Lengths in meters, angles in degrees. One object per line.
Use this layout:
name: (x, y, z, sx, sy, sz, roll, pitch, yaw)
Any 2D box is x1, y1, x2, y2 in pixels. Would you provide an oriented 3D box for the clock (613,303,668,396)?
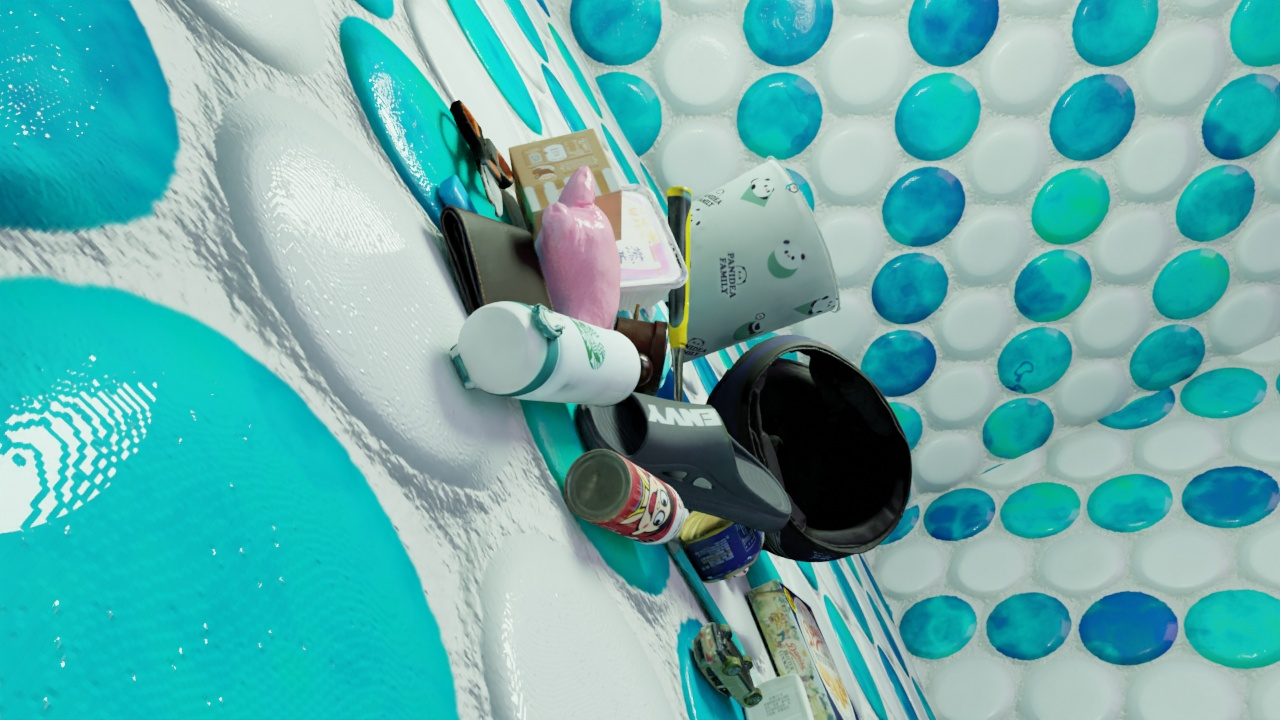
clock: (-0.005, 0.005, 0.922, 0.082, 0.055, 0.121, 106, -6, -47)

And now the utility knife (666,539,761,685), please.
utility knife: (0.082, 0.261, 0.876, 0.223, 0.013, 0.029, 58, 9, -8)

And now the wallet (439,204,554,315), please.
wallet: (-0.107, -0.068, 0.721, 0.122, 0.020, 0.096, 3, 68, -68)

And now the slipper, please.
slipper: (0.058, 0.079, 0.852, 0.268, 0.083, 0.110, 27, 25, -33)

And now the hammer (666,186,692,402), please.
hammer: (0.044, -0.037, 1.043, 0.126, 0.032, 0.323, 14, 76, -77)

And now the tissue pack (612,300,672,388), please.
tissue pack: (0.000, -0.039, 1.082, 0.133, 0.050, 0.093, 57, 35, -28)

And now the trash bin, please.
trash bin: (0.106, -0.120, 1.243, 0.229, 0.252, 0.229, -18, 84, -89)

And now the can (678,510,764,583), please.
can: (0.084, 0.178, 0.940, 0.049, 0.075, 0.148, 65, 12, -2)

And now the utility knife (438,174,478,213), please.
utility knife: (-0.111, -0.064, 0.764, 0.194, 0.018, 0.034, 61, 10, -16)

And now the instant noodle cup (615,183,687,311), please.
instant noodle cup: (-0.034, -0.119, 1.012, 0.060, 0.138, 0.173, 102, -23, -47)

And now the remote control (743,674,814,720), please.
remote control: (0.127, 0.336, 0.777, 0.021, 0.058, 0.149, 59, 11, -29)

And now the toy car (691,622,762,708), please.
toy car: (0.075, 0.261, 0.780, 0.090, 0.035, 0.042, 56, 14, -34)

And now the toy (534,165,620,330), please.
toy: (-0.054, -0.077, 0.855, 0.178, 0.075, 0.195, -69, 157, -62)

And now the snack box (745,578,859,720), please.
snack box: (0.201, 0.368, 1.098, 0.178, 0.046, 0.182, 48, 18, -56)

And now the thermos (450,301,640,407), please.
thermos: (-0.060, -0.003, 0.676, 0.073, 0.073, 0.224, 64, 12, 11)

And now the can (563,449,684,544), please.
can: (-0.008, 0.109, 0.712, 0.053, 0.053, 0.132, 67, 11, 26)

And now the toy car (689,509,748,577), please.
toy car: (0.089, 0.188, 1.043, 0.122, 0.037, 0.056, 61, 9, 0)

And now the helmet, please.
helmet: (0.190, 0.108, 1.187, 0.315, 0.247, 0.241, 56, -16, -17)

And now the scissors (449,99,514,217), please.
scissors: (-0.148, -0.181, 0.816, 0.143, 0.022, 0.234, 57, 6, -9)

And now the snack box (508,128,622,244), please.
snack box: (-0.076, -0.170, 0.941, 0.077, 0.092, 0.094, 92, -21, -57)
